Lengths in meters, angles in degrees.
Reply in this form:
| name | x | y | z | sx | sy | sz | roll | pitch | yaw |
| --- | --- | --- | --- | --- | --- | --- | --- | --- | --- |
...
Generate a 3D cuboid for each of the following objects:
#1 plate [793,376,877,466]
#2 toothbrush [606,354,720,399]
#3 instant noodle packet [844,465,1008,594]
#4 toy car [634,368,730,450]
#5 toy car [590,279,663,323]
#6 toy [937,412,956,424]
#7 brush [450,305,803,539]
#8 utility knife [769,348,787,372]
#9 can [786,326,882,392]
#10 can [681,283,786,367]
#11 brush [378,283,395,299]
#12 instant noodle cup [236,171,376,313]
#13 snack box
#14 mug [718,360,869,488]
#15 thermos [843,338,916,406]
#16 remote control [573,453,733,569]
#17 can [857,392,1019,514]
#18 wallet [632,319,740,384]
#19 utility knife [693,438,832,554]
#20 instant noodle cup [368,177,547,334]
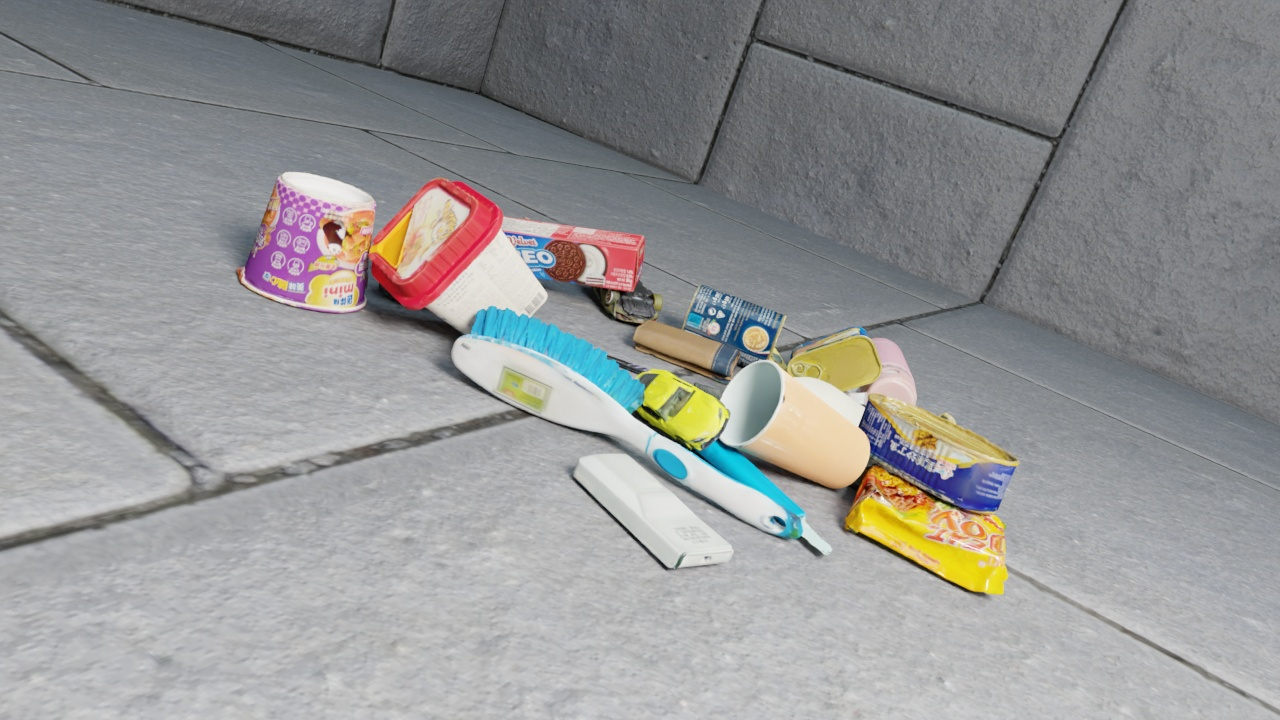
| name | x | y | z | sx | sy | sz | roll | pitch | yaw |
| --- | --- | --- | --- | --- | --- | --- | --- | --- | --- |
| plate | 0.192 | 0.066 | 0.927 | 0.163 | 0.034 | 0.164 | 1 | 25 | -47 |
| toothbrush | -0.006 | 0.005 | 0.926 | 0.189 | 0.017 | 0.014 | 21 | 11 | 10 |
| instant noodle packet | 0.236 | 0.134 | 0.748 | 0.128 | 0.044 | 0.110 | 25 | 21 | 15 |
| toy car | 0.030 | 0.038 | 0.779 | 0.105 | 0.048 | 0.032 | 30 | -14 | 45 |
| toy car | -0.024 | -0.086 | 1.143 | 0.070 | 0.042 | 0.158 | 9 | 24 | -23 |
| toy | 0.317 | 0.104 | 0.923 | 0.105 | 0.066 | 0.157 | 66 | 21 | 3 |
| brush | -0.012 | 0.047 | 0.731 | 0.314 | 0.061 | 0.109 | 24 | 22 | 6 |
| utility knife | 0.165 | -0.003 | 1.160 | 0.031 | 0.019 | 0.183 | 23 | 11 | -10 |
| can | 0.224 | 0.002 | 1.065 | 0.102 | 0.057 | 0.083 | -20 | 7 | 14 |
| can | 0.107 | -0.038 | 1.088 | 0.111 | 0.075 | 0.075 | 21 | 17 | 6 |
| brush | -0.191 | -0.089 | 0.916 | 0.145 | 0.069 | 0.063 | 9 | 19 | -33 |
| instant noodle cup | -0.287 | -0.107 | 0.812 | 0.111 | 0.099 | 0.111 | 19 | 18 | -7 |
| snack box | -0.102 | -0.130 | 1.090 | 0.207 | 0.057 | 0.058 | 9 | 26 | 6 |
| mug | 0.133 | 0.061 | 0.781 | 0.122 | 0.078 | 0.078 | 30 | 10 | -29 |
| thermos | 0.291 | 0.024 | 1.134 | 0.087 | 0.067 | 0.198 | 1 | 15 | 12 |
| remote control | 0.006 | 0.099 | 0.623 | 0.049 | 0.024 | 0.125 | 4 | 23 | -42 |
| can | 0.250 | 0.078 | 0.790 | 0.074 | 0.049 | 0.148 | 9 | 15 | -37 |
| wallet | 0.053 | -0.013 | 1.024 | 0.115 | 0.033 | 0.090 | 21 | 14 | 7 |
| utility knife | 0.092 | 0.100 | 0.730 | 0.034 | 0.018 | 0.182 | 10 | 20 | -38 |
| instant noodle cup | -0.158 | -0.079 | 0.822 | 0.116 | 0.116 | 0.124 | 37 | -8 | 46 |
